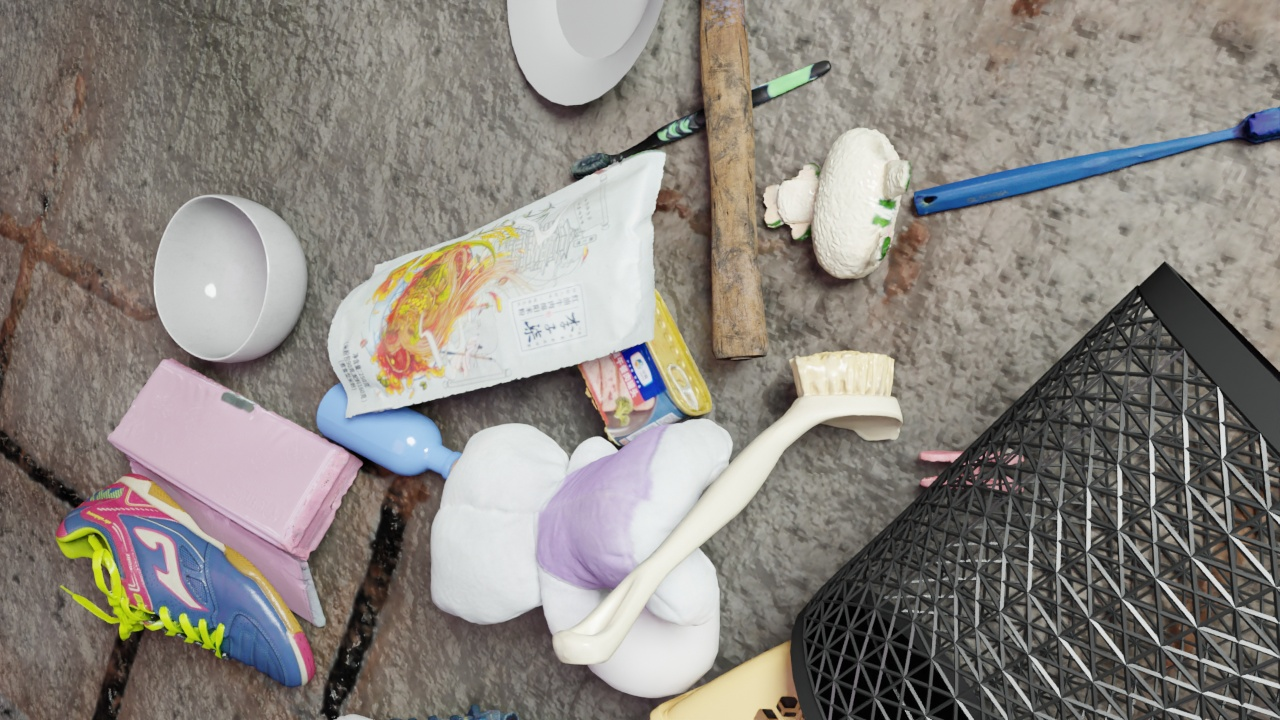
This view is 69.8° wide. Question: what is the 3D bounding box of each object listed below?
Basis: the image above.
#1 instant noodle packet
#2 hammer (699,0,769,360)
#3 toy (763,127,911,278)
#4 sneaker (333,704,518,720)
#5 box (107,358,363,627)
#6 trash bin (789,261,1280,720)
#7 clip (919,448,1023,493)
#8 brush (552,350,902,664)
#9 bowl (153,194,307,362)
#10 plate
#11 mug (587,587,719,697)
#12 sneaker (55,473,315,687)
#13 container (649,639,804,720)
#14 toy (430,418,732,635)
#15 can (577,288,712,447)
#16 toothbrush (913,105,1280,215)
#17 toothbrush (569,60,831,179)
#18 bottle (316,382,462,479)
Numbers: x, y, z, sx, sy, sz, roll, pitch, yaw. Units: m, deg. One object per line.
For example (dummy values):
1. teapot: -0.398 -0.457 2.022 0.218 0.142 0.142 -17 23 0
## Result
1. instant noodle packet: -0.103 -0.047 0.628 0.270 0.057 0.146 -16 59 31
2. hammer: 0.047 -0.164 0.574 0.120 0.033 0.330 -5 85 30
3. toy: 0.122 -0.092 0.539 0.112 0.050 0.087 -157 69 -65
4. sneaker: -0.129 0.290 0.670 0.236 0.087 0.079 5 59 29
5. box: -0.348 0.110 0.765 0.233 0.075 0.173 20 102 25
6. trash bin: 0.213 0.118 0.422 0.244 0.216 0.217 -45 73 27
7. clip: 0.190 0.056 0.528 0.059 0.023 0.041 7 90 20
8. brush: 0.054 0.065 0.476 0.062 0.271 0.077 -29 94 52
9. bowl: -0.325 -0.065 0.748 0.132 0.064 0.132 1 92 26
10. plate: -0.031 -0.256 0.604 0.173 0.019 0.173 4 96 48
11. mug: -0.004 0.169 0.595 0.124 0.090 0.076 3 79 57
12. sneaker: -0.373 0.198 0.749 0.242 0.090 0.116 36 137 12
13. container: 0.085 0.264 0.518 0.167 0.129 0.183 -39 68 10
14. toy: -0.049 0.098 0.547 0.210 0.085 0.137 -10 63 38
15. can: -0.004 0.004 0.601 0.059 0.053 0.099 -31 78 24
16. toothbrush: 0.245 -0.107 0.497 0.190 0.017 0.016 -10 87 26
17. toothbrush: 0.034 -0.156 0.599 0.188 0.017 0.014 -18 82 24
18. bottle: -0.181 0.059 0.692 0.131 0.048 0.048 22 101 24
